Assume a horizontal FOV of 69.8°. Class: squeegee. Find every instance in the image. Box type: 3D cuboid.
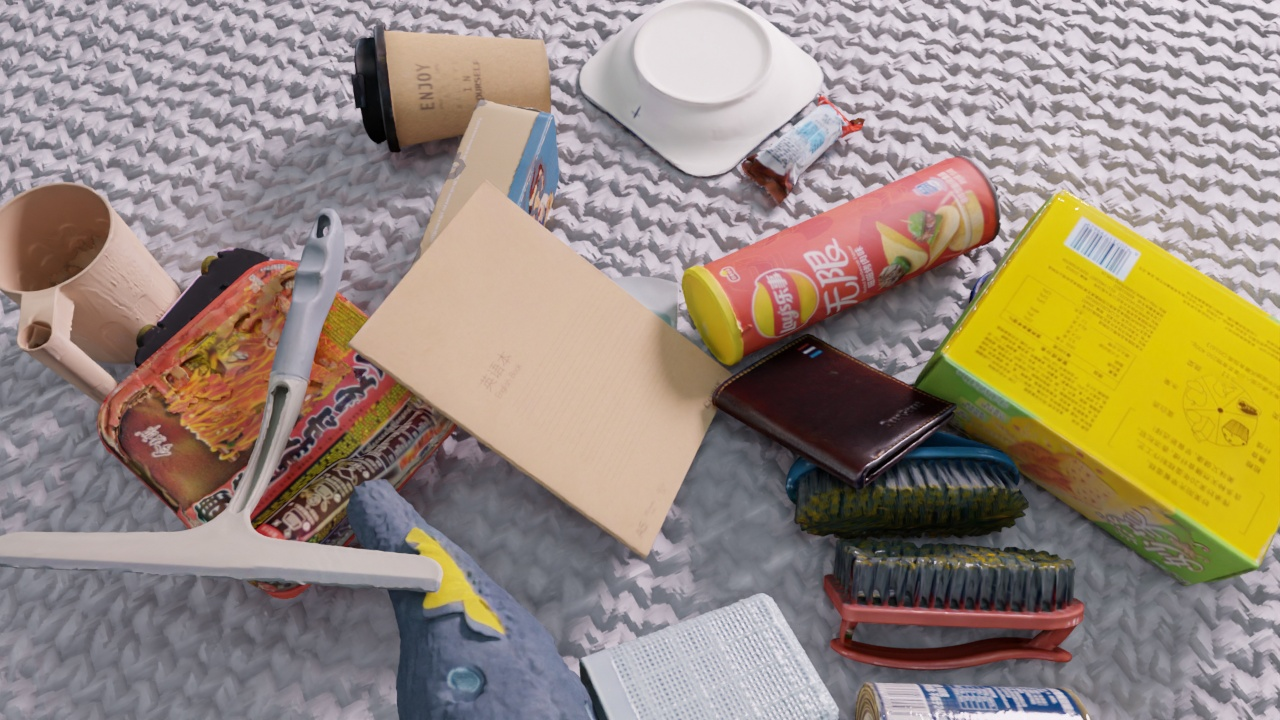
[{"bbox_3d":[-0.208,0.015,0.528,0.246,0.039,0.246,1,57,6],"label":"squeegee"}]

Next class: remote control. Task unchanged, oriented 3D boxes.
[{"bbox_3d":[-0.004,0.004,0.628,0.056,0.019,0.135,3,64,3],"label":"remote control"}]

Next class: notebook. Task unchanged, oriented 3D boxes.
[{"bbox_3d":[-0.049,0.003,0.564,0.211,0.012,0.149,38,54,-12],"label":"notebook"}]

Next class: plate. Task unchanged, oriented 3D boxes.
[{"bbox_3d":[0.049,-0.237,0.737,0.164,0.034,0.163,41,71,18],"label":"plate"}]

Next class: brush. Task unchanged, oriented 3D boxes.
[{"bbox_3d":[0.162,0.073,0.574,0.144,0.055,0.073,-2,42,0],"label":"brush"},{"bbox_3d":[0.185,0.145,0.537,0.146,0.063,0.069,2,94,0],"label":"brush"}]

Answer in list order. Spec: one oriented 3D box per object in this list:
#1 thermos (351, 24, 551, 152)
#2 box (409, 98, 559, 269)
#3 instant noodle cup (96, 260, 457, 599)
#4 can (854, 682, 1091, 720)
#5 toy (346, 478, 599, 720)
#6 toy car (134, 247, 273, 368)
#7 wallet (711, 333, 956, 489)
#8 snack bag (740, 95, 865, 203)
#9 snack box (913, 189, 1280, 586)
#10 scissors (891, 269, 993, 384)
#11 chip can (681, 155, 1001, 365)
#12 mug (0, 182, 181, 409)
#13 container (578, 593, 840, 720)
[{"bbox_3d":[-0.143,-0.209,0.701,0.143,0.093,0.093,-6,64,-10],"label":"thermos"},{"bbox_3d":[-0.107,-0.087,0.637,0.059,0.090,0.184,11,67,4],"label":"box"},{"bbox_3d":[-0.221,0.042,0.580,0.189,0.079,0.164,37,70,16],"label":"instant noodle cup"},{"bbox_3d":[0.175,0.213,0.491,0.111,0.075,0.075,1,64,2],"label":"can"},{"bbox_3d":[-0.070,0.220,0.449,0.138,0.091,0.356,-23,76,37],"label":"toy"},{"bbox_3d":[-0.299,-0.029,0.641,0.056,0.037,0.122,18,54,7],"label":"toy car"},{"bbox_3d":[0.120,0.028,0.579,0.096,0.020,0.122,-30,40,-28],"label":"wallet"},{"bbox_3d":[0.126,-0.166,0.705,0.105,0.026,0.045,-42,79,-17],"label":"snack bag"},{"bbox_3d":[0.304,0.014,0.579,0.210,0.070,0.157,36,72,12],"label":"snack box"},{"bbox_3d":[0.222,-0.012,0.635,0.169,0.012,0.146,2,65,1],"label":"scissors"},{"bbox_3d":[0.139,-0.070,0.633,0.216,0.073,0.073,-23,66,-11],"label":"chip can"},{"bbox_3d":[-0.365,-0.037,0.608,0.084,0.104,0.124,-12,64,-5],"label":"mug"},{"bbox_3d":[0.035,0.190,0.490,0.111,0.090,0.090,-19,53,-17],"label":"container"}]
